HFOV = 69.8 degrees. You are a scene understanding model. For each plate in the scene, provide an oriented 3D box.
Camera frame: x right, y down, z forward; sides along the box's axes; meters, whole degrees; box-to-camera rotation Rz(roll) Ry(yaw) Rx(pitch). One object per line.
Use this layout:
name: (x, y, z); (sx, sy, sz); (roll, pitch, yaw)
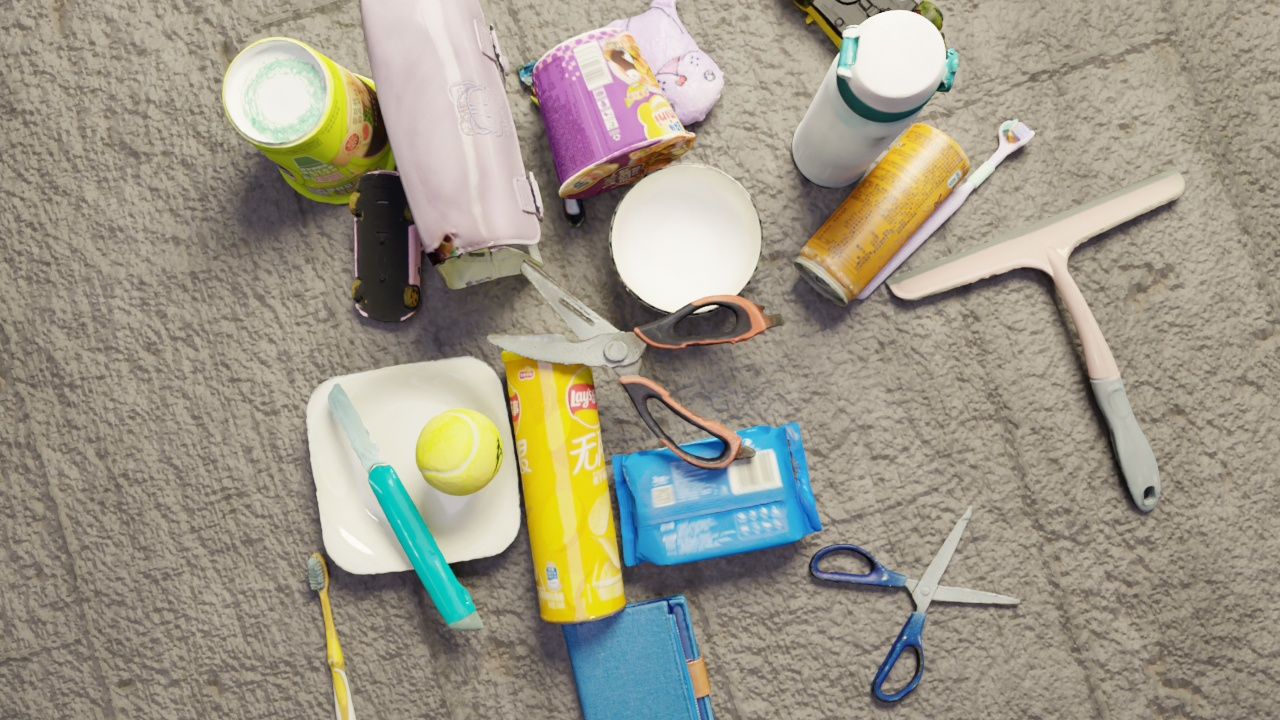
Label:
plate: (-0.180, 0.084, 0.742); (0.164, 0.034, 0.163); (-8, 89, 2)

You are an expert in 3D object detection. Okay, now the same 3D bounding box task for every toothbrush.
toothbrush: (0.239, -0.119, 0.735); (0.189, 0.021, 0.029); (-46, 46, 2)
toothbrush: (-0.250, 0.252, 0.750); (0.016, 0.018, 0.191); (-11, 89, 4)

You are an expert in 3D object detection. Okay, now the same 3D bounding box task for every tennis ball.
tennis ball: (-0.136, 0.069, 0.691); (0.065, 0.065, 0.065); (0, 89, 2)

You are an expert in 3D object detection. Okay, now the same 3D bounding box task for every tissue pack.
tissue pack: (0.057, 0.106, 0.723); (0.157, 0.052, 0.095); (-11, 87, 2)

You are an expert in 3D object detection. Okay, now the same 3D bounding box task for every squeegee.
squeegee: (0.358, 0.004, 0.720); (0.248, 0.040, 0.249); (-22, 89, 1)

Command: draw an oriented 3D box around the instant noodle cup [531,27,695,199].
instant noodle cup: (-0.028, -0.190, 0.703); (0.111, 0.111, 0.099); (-22, 88, 2)

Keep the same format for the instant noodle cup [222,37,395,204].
instant noodle cup: (-0.254, -0.187, 0.705); (0.112, 0.123, 0.111); (0, 89, 2)

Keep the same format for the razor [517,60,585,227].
razor: (-0.067, -0.179, 0.749); (0.043, 0.022, 0.142); (-12, 89, 3)

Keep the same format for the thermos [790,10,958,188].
thermos: (0.156, -0.175, 0.638); (0.073, 0.224, 0.073); (0, 89, 2)

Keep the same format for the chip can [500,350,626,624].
chip can: (-0.060, 0.092, 0.720); (0.072, 0.072, 0.213); (-8, 90, 2)

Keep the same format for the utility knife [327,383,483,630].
utility knife: (-0.186, 0.116, 0.718); (0.029, 0.013, 0.223); (-29, 90, 3)

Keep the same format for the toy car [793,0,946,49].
toy car: (0.175, -0.281, 0.729); (0.071, 0.041, 0.156); (-44, 89, 1)

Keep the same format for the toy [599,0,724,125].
toy: (0.025, -0.240, 0.736); (0.084, 0.039, 0.108); (-32, 87, 12)

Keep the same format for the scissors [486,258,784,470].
scissors: (0.003, -0.001, 0.681); (0.227, 0.015, 0.189); (-15, 96, 0)

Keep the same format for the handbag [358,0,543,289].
handbag: (-0.136, -0.164, 0.690); (0.098, 0.145, 0.197); (-14, 89, 4)

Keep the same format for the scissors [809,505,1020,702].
scissors: (0.215, 0.187, 0.735); (0.162, 0.012, 0.173); (28, 90, 3)

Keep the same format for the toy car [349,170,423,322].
toy car: (-0.204, -0.092, 0.742); (0.056, 0.037, 0.122); (8, 107, 10)

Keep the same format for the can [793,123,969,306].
can: (0.188, -0.114, 0.718); (0.058, 0.058, 0.146); (42, 91, 2)

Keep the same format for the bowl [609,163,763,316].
bowl: (0.035, -0.091, 0.720); (0.116, 0.066, 0.116); (0, 90, 1)

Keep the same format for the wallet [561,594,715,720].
wallet: (0.001, 0.260, 0.731); (0.106, 0.040, 0.133); (-14, 89, 11)
